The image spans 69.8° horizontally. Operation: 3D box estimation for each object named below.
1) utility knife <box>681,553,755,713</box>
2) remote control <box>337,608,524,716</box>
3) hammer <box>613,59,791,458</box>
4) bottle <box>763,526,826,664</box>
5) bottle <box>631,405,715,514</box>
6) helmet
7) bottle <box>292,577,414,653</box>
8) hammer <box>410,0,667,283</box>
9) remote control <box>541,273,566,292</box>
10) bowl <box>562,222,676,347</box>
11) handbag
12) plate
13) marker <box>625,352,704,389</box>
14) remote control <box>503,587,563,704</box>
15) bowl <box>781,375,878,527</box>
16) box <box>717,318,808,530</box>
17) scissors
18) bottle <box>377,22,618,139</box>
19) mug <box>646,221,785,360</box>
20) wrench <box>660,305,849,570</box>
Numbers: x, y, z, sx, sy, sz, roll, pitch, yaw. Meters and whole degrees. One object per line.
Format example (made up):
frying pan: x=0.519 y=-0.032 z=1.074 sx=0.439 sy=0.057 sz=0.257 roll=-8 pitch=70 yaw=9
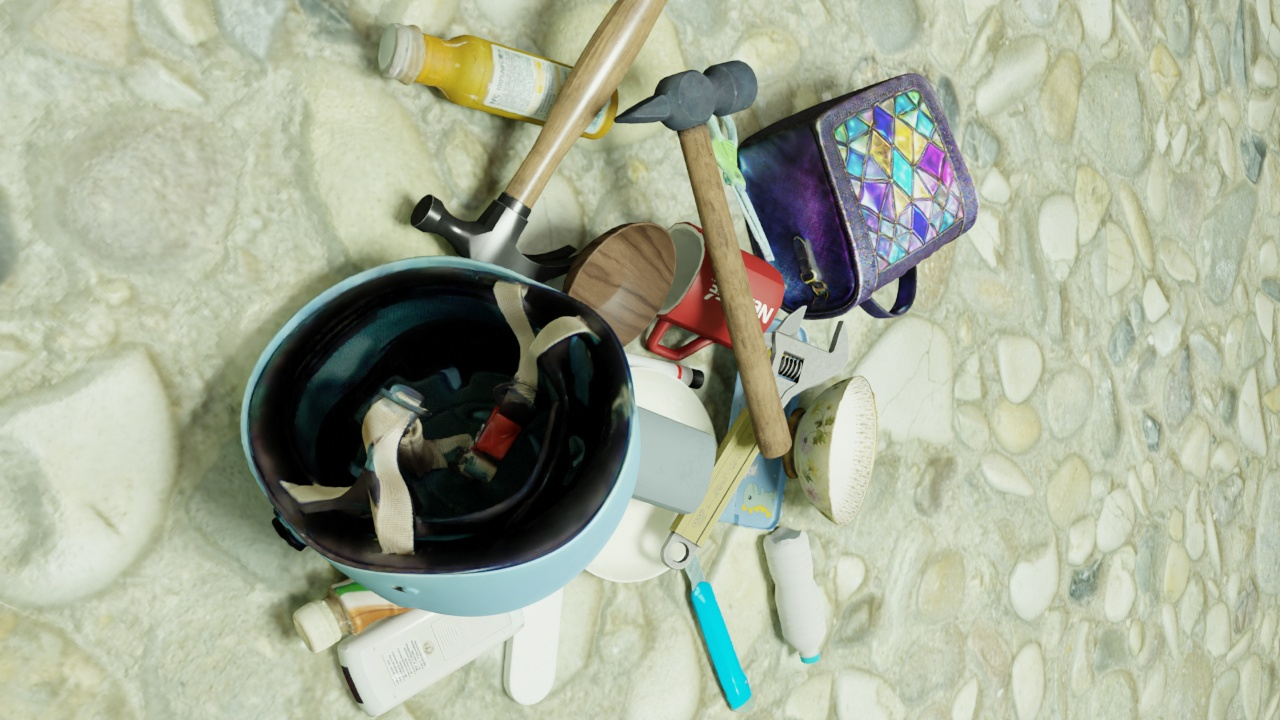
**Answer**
utility knife: x=0.071 y=0.252 z=0.862 sx=0.031 sy=0.015 sz=0.198 roll=-30 pitch=110 yaw=-36
remote control: x=-0.153 y=0.206 z=0.686 sx=0.138 sy=0.025 sz=0.060 roll=-25 pitch=102 yaw=-29
hammer: x=0.072 y=-0.070 z=0.740 sx=0.129 sy=0.040 sz=0.322 roll=-26 pitch=107 yaw=-35
bottle: x=0.155 y=0.234 z=0.906 sx=0.044 sy=0.044 sz=0.136 roll=-20 pitch=102 yaw=-35
bottle: x=-0.014 y=0.070 z=0.735 sx=0.161 sy=0.046 sz=0.072 roll=23 pitch=77 yaw=-34
helmet: x=-0.125 y=0.055 z=0.598 sx=0.225 sy=0.266 sz=0.167 roll=-45 pitch=153 yaw=-25
bottle: x=-0.165 y=0.151 z=0.660 sx=0.166 sy=0.059 sz=0.059 roll=-27 pitch=106 yaw=-33
hammer: x=-0.040 y=-0.199 z=0.701 sx=0.132 sy=0.040 sz=0.305 roll=31 pitch=93 yaw=-39
remote control: x=-0.082 y=-0.045 z=0.749 sx=0.130 sy=0.012 sz=0.033 roll=-33 pitch=109 yaw=-31
bowl: x=-0.025 y=-0.062 z=0.733 sx=0.119 sy=0.032 sz=0.119 roll=-32 pitch=142 yaw=-30
handbag: x=0.218 y=-0.147 z=0.900 sx=0.204 sy=0.126 sz=0.222 roll=-31 pitch=106 yaw=-32
plate: x=-0.010 y=0.096 z=0.789 sx=0.182 sy=0.034 sz=0.182 roll=0 pitch=90 yaw=-36
marker: x=-0.004 y=0.005 z=0.803 sx=0.145 sy=0.019 sz=0.019 roll=13 pitch=83 yaw=-36
remote control: x=-0.086 y=0.210 z=0.748 sx=0.043 sy=0.013 sz=0.136 roll=8 pitch=86 yaw=-36
bowl: x=0.180 y=0.085 z=0.899 sx=0.145 sy=0.063 sz=0.145 roll=-14 pitch=106 yaw=-58
box: x=0.112 y=0.056 z=0.880 sx=0.126 sy=0.039 sz=0.209 roll=22 pitch=77 yaw=-57
scissors: x=0.084 y=-0.165 z=0.833 sx=0.064 sy=0.034 sz=0.174 roll=-10 pitch=69 yaw=-45
bottle: x=-0.106 y=-0.214 z=0.705 sx=0.185 sy=0.053 sz=0.053 roll=5 pitch=87 yaw=-37
mug: x=0.055 y=-0.051 z=0.814 sx=0.096 sy=0.080 sz=0.116 roll=21 pitch=107 yaw=-35
wrench: x=0.099 y=0.067 z=0.811 sx=0.083 sy=0.018 sz=0.273 roll=34 pitch=77 yaw=-10
